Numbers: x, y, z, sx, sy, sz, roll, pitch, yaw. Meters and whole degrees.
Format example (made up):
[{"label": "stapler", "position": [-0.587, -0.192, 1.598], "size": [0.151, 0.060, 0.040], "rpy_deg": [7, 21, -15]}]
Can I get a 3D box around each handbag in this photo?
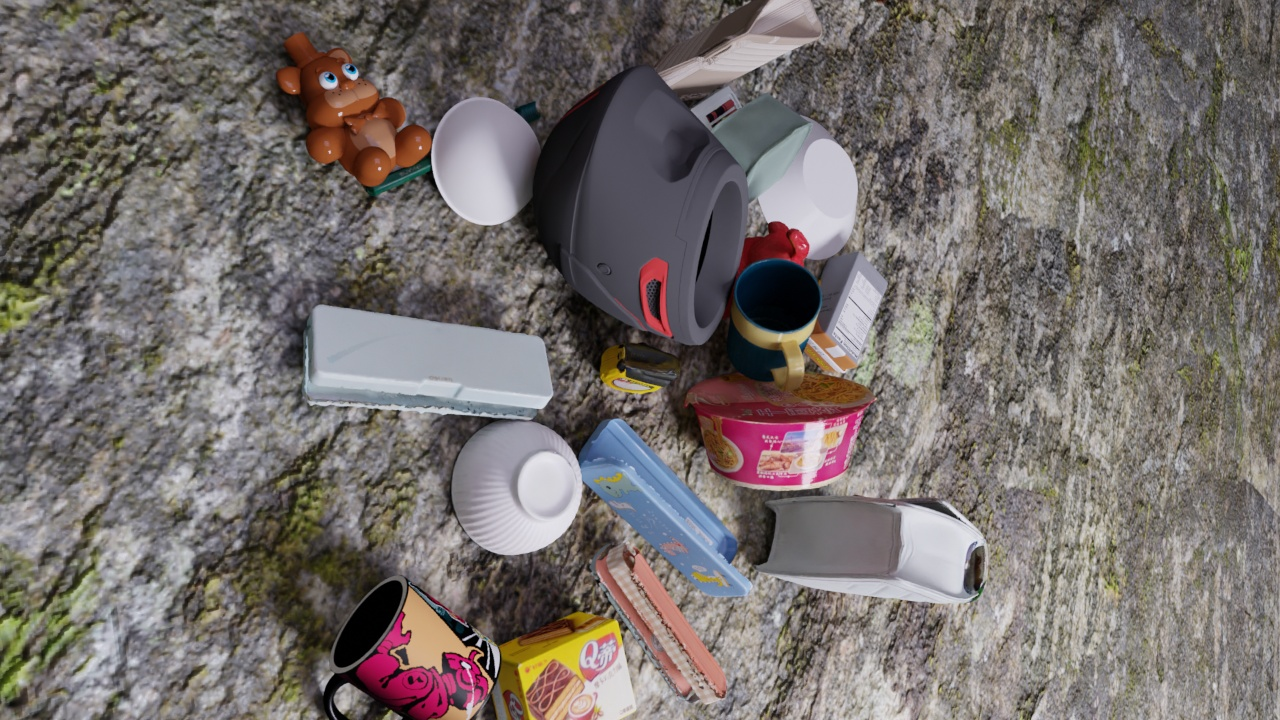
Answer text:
[{"label": "handbag", "position": [0.108, -0.210, 0.955], "size": [0.067, 0.106, 0.121], "rpy_deg": [40, 54, 13]}, {"label": "handbag", "position": [0.231, 0.190, 0.932], "size": [0.142, 0.199, 0.096], "rpy_deg": [23, 69, -34]}, {"label": "handbag", "position": [0.041, -0.276, 0.867], "size": [0.197, 0.176, 0.062], "rpy_deg": [-35, 105, -33]}]

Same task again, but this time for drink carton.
[{"label": "drink carton", "position": [0.232, -0.056, 1.059], "size": [0.076, 0.049, 0.124], "rpy_deg": [40, 62, -26]}]

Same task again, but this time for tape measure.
[{"label": "tape measure", "position": [-0.005, 0.005, 0.861], "size": [0.065, 0.064, 0.037], "rpy_deg": [13, 69, -27]}]

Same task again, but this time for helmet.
[{"label": "helmet", "position": [-0.008, -0.132, 0.800], "size": [0.265, 0.170, 0.163], "rpy_deg": [86, 28, -52]}]

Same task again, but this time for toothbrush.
[{"label": "toothbrush", "position": [-0.159, -0.187, 0.799], "size": [0.189, 0.016, 0.017], "rpy_deg": [-37, 124, -35]}]

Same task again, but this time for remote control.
[{"label": "remote control", "position": [0.063, -0.243, 0.971], "size": [0.143, 0.024, 0.049], "rpy_deg": [-41, 109, -33]}]

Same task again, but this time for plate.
[{"label": "plate", "position": [0.208, -0.207, 1.069], "size": [0.173, 0.036, 0.174], "rpy_deg": [6, 80, -37]}]

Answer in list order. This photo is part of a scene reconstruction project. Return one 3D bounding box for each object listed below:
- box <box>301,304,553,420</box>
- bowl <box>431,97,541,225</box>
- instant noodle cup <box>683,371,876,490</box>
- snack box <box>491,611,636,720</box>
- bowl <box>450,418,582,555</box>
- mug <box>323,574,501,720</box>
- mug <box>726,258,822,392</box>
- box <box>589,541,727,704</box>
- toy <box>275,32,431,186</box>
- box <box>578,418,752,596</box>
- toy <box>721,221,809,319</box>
[{"label": "box", "position": [-0.168, 0.001, 0.740], "size": [0.198, 0.066, 0.083], "rpy_deg": [6, 78, -32]}, {"label": "bowl", "position": [-0.122, -0.173, 0.794], "size": [0.109, 0.041, 0.110], "rpy_deg": [-8, 101, -43]}, {"label": "instant noodle cup", "position": [0.136, 0.069, 0.905], "size": [0.178, 0.179, 0.078], "rpy_deg": [-13, 108, -38]}, {"label": "snack box", "position": [-0.067, 0.272, 0.779], "size": [0.105, 0.061, 0.083], "rpy_deg": [-14, 92, -38]}, {"label": "bowl", "position": [-0.094, 0.107, 0.780], "size": [0.118, 0.062, 0.118], "rpy_deg": [6, 80, -36]}, {"label": "mug", "position": [-0.181, 0.237, 0.694], "size": [0.118, 0.082, 0.098], "rpy_deg": [-46, 114, -2]}, {"label": "mug", "position": [0.130, -0.023, 0.893], "size": [0.083, 0.107, 0.113], "rpy_deg": [-11, 62, -8]}, {"label": "box", "position": [0.014, 0.248, 0.868], "size": [0.188, 0.063, 0.058], "rpy_deg": [58, 30, -13]}, {"label": "toy", "position": [-0.229, -0.200, 0.720], "size": [0.094, 0.065, 0.128], "rpy_deg": [-43, 104, -40]}, {"label": "box", "position": [0.033, 0.138, 0.871], "size": [0.209, 0.078, 0.073], "rpy_deg": [47, 56, -24]}, {"label": "toy", "position": [0.123, -0.089, 0.937], "size": [0.093, 0.133, 0.088], "rpy_deg": [-26, 89, -28]}]
